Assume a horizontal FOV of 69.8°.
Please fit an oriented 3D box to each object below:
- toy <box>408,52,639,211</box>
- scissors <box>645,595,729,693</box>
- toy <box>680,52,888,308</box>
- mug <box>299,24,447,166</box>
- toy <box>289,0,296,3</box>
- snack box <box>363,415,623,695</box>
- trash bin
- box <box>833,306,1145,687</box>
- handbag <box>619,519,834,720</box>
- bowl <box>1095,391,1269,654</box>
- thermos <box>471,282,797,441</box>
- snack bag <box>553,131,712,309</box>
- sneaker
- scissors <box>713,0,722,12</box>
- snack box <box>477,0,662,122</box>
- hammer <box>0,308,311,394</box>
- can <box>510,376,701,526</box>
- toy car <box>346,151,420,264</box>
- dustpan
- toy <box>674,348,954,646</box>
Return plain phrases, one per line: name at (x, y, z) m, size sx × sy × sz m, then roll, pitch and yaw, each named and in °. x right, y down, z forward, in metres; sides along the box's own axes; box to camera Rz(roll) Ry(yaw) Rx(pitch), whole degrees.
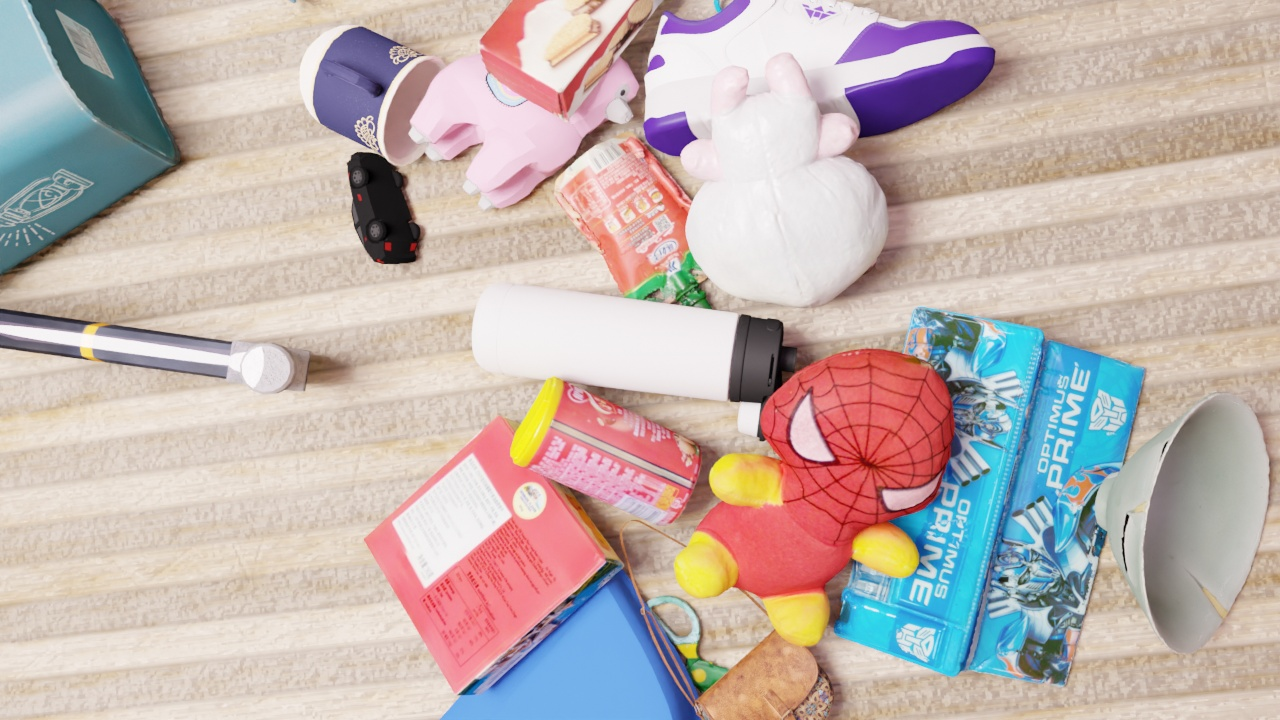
toy at (-0.085, -0.189, 0.689) m, size 0.157 × 0.067 × 0.123 m, roll -44°, pitch 82°, yaw -1°
scissors at (0.047, 0.223, 0.682) m, size 0.132 × 0.012 × 0.108 m, roll 6°, pitch 88°, yaw 8°
toy at (0.093, -0.115, 0.621) m, size 0.139 × 0.101 × 0.180 m, roll -11°, pitch 120°, yaw 13°
mug at (-0.208, -0.205, 0.683) m, size 0.089 × 0.111 × 0.086 m, roll 27°, pitch 96°, yaw 10°
toy at (-0.227, -0.386, 0.698) m, size 0.191 × 0.098 × 0.224 m, roll 8°, pitch 102°, yaw 2°
snack box at (-0.109, 0.139, 0.669) m, size 0.145 × 0.040 × 0.142 m, roll -42°, pitch 63°, yaw 3°
trash bin at (-0.502, -0.180, 0.686) m, size 0.218 × 0.196 × 0.199 m, roll -26°, pitch 86°, yaw -1°
box at (0.247, 0.098, 0.638) m, size 0.175 × 0.060 × 0.243 m, roll 14°, pitch 90°, yaw 7°
handbag at (0.053, 0.190, 0.647) m, size 0.093 × 0.043 × 0.195 m, roll -35°, pitch 86°, yaw -21°
bowl at (0.348, 0.103, 0.616) m, size 0.173 × 0.068 × 0.174 m, roll -6°, pitch 101°, yaw -35°
thermos at (-0.004, 0.004, 0.672) m, size 0.230 × 0.068 × 0.101 m, roll 7°, pitch 114°, yaw 9°
snack bag at (0.007, -0.092, 0.689) m, size 0.087 × 0.044 × 0.155 m, roll -37°, pitch 88°, yaw 1°
sneaker at (0.119, -0.222, 0.657) m, size 0.244 × 0.092 × 0.111 m, roll -7°, pitch 81°, yaw 10°
scissors at (0.091, -0.312, 0.660) m, size 0.083 × 0.016 × 0.135 m, roll -3°, pitch 128°, yaw 7°
snack box at (-0.007, -0.299, 0.660) m, size 0.076 × 0.044 × 0.272 m, roll 33°, pitch 78°, yaw 11°
hammer at (-0.398, -0.015, 0.656) m, size 0.312 × 0.139 × 0.035 m, roll 9°, pitch 88°, yaw -11°
can at (-0.023, 0.065, 0.650) m, size 0.124 × 0.067 × 0.066 m, roll 26°, pitch 91°, yaw -13°
toy car at (-0.204, -0.117, 0.714) m, size 0.036 × 0.042 × 0.091 m, roll -23°, pitch 84°, yaw 31°
dustpan at (-0.020, 0.314, 0.647) m, size 0.257 × 0.059 × 0.245 m, roll 43°, pitch 95°, yaw 25°
toy at (0.121, 0.082, 0.609) m, size 0.147 × 0.098 × 0.217 m, roll 26°, pitch 110°, yaw -16°
